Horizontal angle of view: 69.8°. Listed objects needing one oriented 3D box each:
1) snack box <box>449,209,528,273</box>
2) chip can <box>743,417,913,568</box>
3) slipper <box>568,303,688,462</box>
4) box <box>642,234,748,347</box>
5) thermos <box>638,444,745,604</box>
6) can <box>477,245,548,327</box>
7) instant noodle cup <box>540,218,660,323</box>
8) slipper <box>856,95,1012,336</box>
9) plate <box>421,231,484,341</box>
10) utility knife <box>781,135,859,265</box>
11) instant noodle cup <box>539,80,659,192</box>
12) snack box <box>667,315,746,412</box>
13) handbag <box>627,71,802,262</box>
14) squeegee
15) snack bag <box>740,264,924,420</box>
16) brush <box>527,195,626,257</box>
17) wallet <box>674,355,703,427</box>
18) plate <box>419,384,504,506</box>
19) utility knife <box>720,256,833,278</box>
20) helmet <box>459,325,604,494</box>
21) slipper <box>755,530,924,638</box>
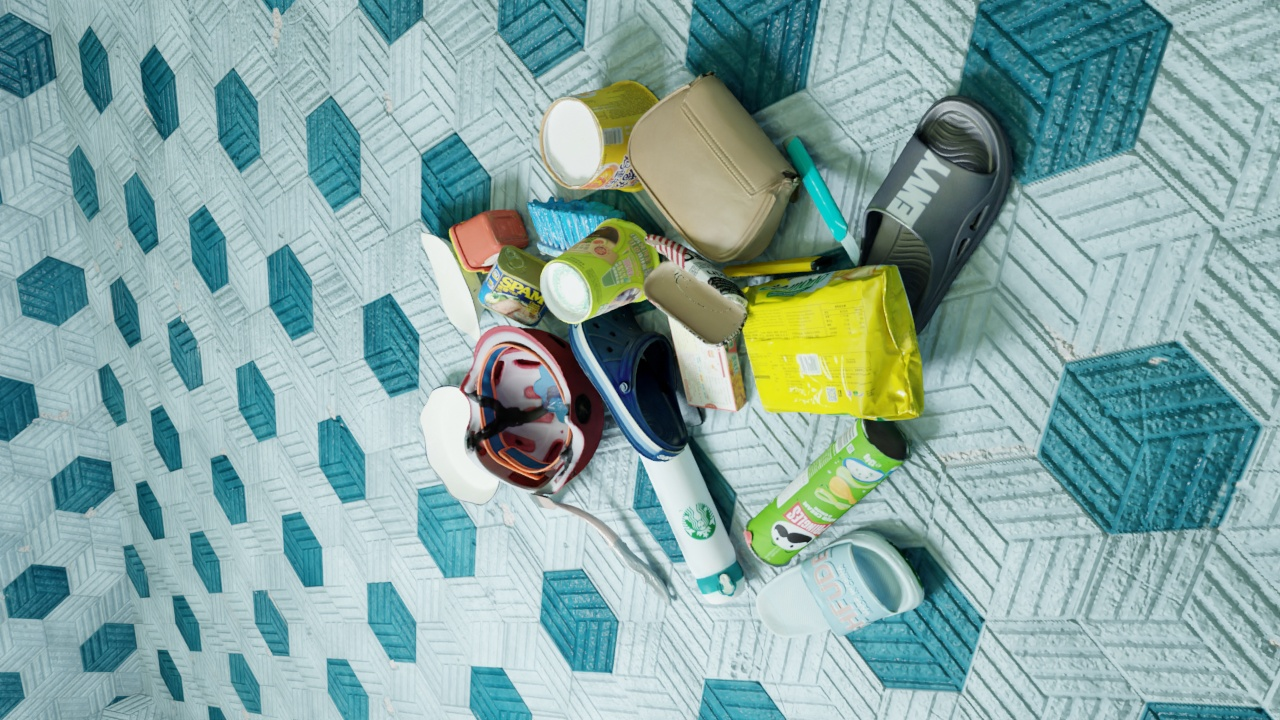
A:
[{"bbox_3d":[-0.215,-0.174,1.324,0.080,0.091,0.082,-24,87,37],"label":"snack box"},{"bbox_3d":[0.212,0.151,1.060,0.072,0.072,0.237,51,130,17],"label":"chip can"},{"bbox_3d":[-0.007,0.007,1.162,0.095,0.105,0.252,-40,62,31],"label":"slipper"},{"bbox_3d":[0.054,-0.079,1.048,0.162,0.075,0.086,38,108,42],"label":"box"},{"bbox_3d":[0.071,0.208,1.206,0.073,0.073,0.224,-27,86,43],"label":"thermos"},{"bbox_3d":[-0.170,-0.103,1.303,0.102,0.057,0.083,25,134,-16],"label":"can"},{"bbox_3d":[-0.054,-0.103,1.118,0.112,0.123,0.112,19,124,30],"label":"instant noodle cup"},{"bbox_3d":[0.273,-0.124,0.909,0.111,0.083,0.269,35,126,27],"label":"slipper"},{"bbox_3d":[-0.279,-0.118,1.407,0.164,0.034,0.164,28,137,55],"label":"plate"},{"bbox_3d":[0.192,-0.174,0.975,0.029,0.013,0.182,116,139,-53],"label":"utility knife"},{"bbox_3d":[-0.050,-0.270,1.129,0.138,0.109,0.138,16,115,38],"label":"instant noodle cup"},{"bbox_3d":[0.080,-0.013,1.131,0.077,0.026,0.156,6,120,38],"label":"snack box"},{"bbox_3d":[0.086,-0.214,1.039,0.148,0.099,0.204,-44,73,33],"label":"handbag"},{"bbox_3d":[-0.047,0.265,1.325,0.249,0.040,0.248,38,167,5],"label":"squeegee"},{"bbox_3d":[0.195,-0.012,0.978,0.247,0.068,0.158,-2,104,62],"label":"snack bag"},{"bbox_3d":[-0.021,-0.140,1.191,0.315,0.060,0.109,16,120,35],"label":"brush"},{"bbox_3d":[0.025,0.052,1.232,0.121,0.019,0.097,-18,93,42],"label":"wallet"},{"bbox_3d":[-0.285,0.136,1.517,0.205,0.045,0.205,14,112,38],"label":"plate"},{"bbox_3d":[0.137,-0.106,1.073,0.202,0.033,0.015,1,108,45],"label":"utility knife"},{"bbox_3d":[-0.138,0.058,1.293,0.207,0.143,0.240,11,107,32],"label":"helmet"},{"bbox_3d":[0.221,0.278,1.092,0.246,0.074,0.104,-37,78,44],"label":"slipper"}]
